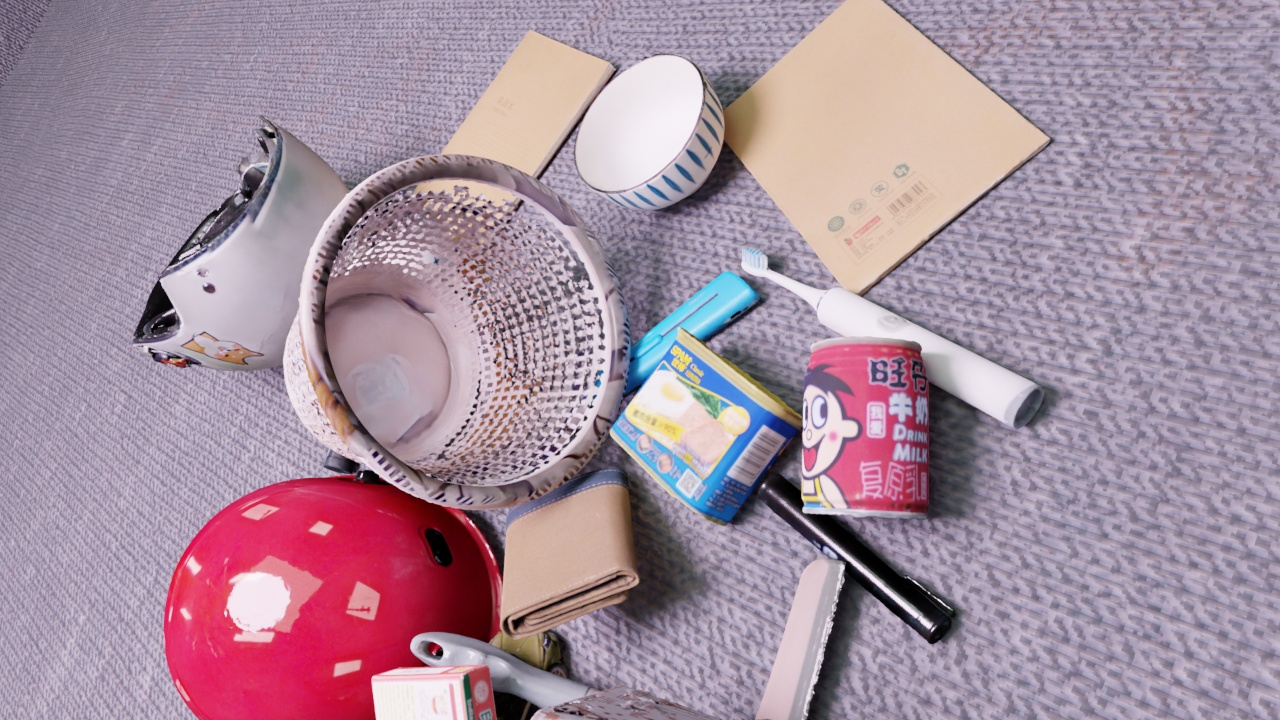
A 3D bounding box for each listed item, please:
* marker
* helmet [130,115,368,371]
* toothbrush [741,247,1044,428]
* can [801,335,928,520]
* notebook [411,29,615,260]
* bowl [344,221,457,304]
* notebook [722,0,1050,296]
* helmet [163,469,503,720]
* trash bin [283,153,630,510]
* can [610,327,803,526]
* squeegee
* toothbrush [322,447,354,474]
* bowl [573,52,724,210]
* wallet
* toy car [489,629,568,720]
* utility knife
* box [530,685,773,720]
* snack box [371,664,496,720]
[{"bbox_3d":[0.116,0.106,0.511,0.022,0.020,0.132,-45,48,-7],"label":"marker"},{"bbox_3d":[-0.349,-0.082,0.863,0.275,0.157,0.229,-28,39,46],"label":"helmet"},{"bbox_3d":[0.137,-0.022,0.554,0.026,0.026,0.221,-25,40,-29],"label":"toothbrush"},{"bbox_3d":[0.121,0.038,0.497,0.067,0.066,0.093,-3,79,36],"label":"can"},{"bbox_3d":[-0.127,-0.204,0.853,0.211,0.012,0.149,-54,47,3],"label":"notebook"},{"bbox_3d":[-0.199,-0.062,0.791,0.118,0.118,0.064,-35,89,19],"label":"bowl"},{"bbox_3d":[0.149,-0.155,0.622,0.148,0.008,0.207,-40,50,14],"label":"notebook"},{"bbox_3d":[-0.231,0.177,0.643,0.240,0.143,0.206,-10,73,26],"label":"helmet"},{"bbox_3d":[-0.151,-0.006,0.649,0.193,0.227,0.227,-15,58,53],"label":"trash bin"},{"bbox_3d":[0.040,0.041,0.576,0.083,0.057,0.102,-54,48,6],"label":"can"},{"bbox_3d":[-0.027,0.205,0.540,0.250,0.040,0.247,13,80,23],"label":"squeegee"},{"bbox_3d":[-0.245,-0.003,0.833,0.027,0.026,0.212,2,69,25],"label":"toothbrush"},{"bbox_3d":[0.015,-0.161,0.687,0.117,0.066,0.116,-17,59,31],"label":"bowl"},{"bbox_3d":[-0.045,0.117,0.575,0.090,0.033,0.115,-23,23,4],"label":"wallet"},{"bbox_3d":[-0.083,0.245,0.581,0.070,0.042,0.157,-20,55,28],"label":"toy car"},{"bbox_3d":[-0.004,0.004,0.654,0.205,0.018,0.034,-37,52,19],"label":"utility knife"},{"bbox_3d":[0.042,0.262,0.394,0.194,0.157,0.183,11,81,22],"label":"box"},{"bbox_3d":[-0.114,0.260,0.536,0.077,0.027,0.155,-13,82,32],"label":"snack box"}]
